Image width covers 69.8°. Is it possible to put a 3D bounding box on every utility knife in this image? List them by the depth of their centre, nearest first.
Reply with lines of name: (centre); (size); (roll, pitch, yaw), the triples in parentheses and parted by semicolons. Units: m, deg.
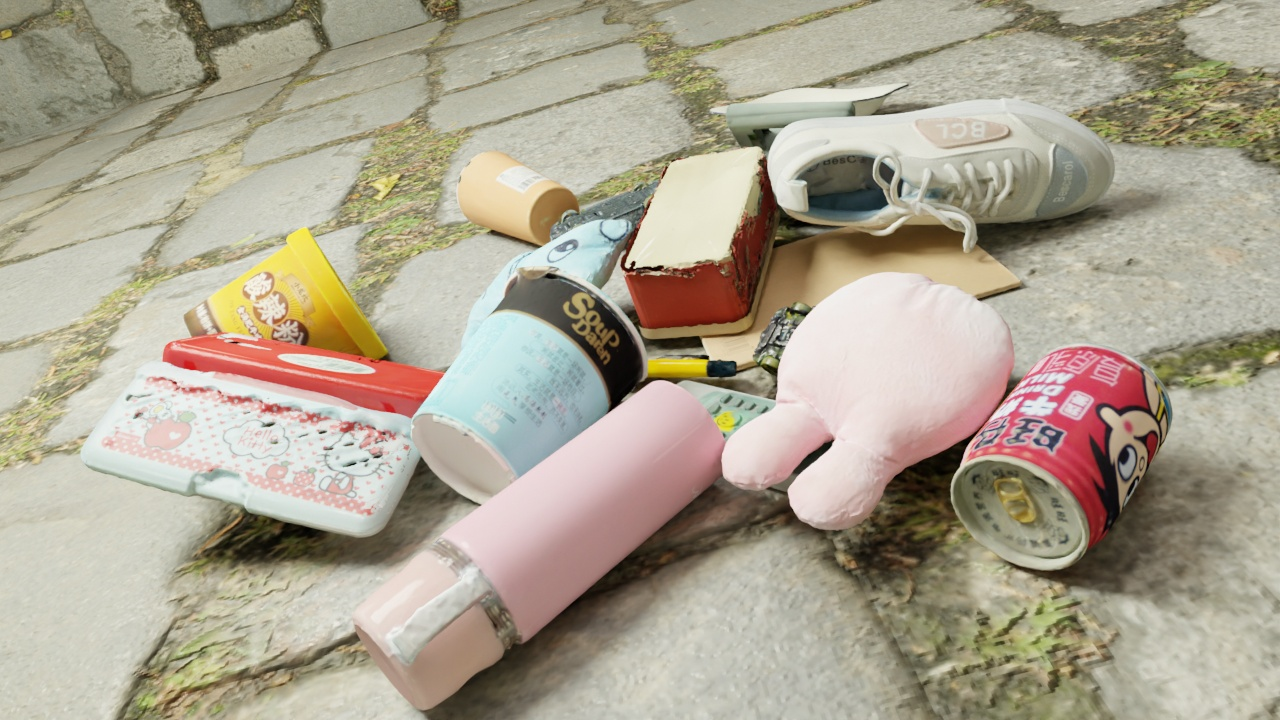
utility knife: (-0.004, 0.004, 0.613); (0.154, 0.015, 0.033); (0, -2, 31)

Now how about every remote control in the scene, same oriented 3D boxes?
remote control: (0.060, 0.042, 0.528); (0.135, 0.019, 0.056); (13, 41, 41)

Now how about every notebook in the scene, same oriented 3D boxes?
notebook: (0.138, -0.057, 0.666); (0.211, 0.012, 0.149); (-17, 31, -1)

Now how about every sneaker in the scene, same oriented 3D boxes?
sneaker: (0.212, -0.129, 0.644); (0.242, 0.090, 0.090); (2, 33, 6)

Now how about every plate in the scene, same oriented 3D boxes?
plate: (0.172, -0.252, 0.931); (0.164, 0.034, 0.163); (12, 28, 44)

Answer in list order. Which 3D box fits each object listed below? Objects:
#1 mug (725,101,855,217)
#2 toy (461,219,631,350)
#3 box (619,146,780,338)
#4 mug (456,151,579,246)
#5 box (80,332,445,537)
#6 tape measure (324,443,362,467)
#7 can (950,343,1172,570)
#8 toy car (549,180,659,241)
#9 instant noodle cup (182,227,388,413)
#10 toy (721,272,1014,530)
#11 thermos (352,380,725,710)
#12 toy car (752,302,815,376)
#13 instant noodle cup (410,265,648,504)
mug: (0.138, -0.167, 0.746); (0.103, 0.124, 0.083); (7, 71, 31)
toy: (-0.075, -0.054, 0.694); (0.161, 0.050, 0.156); (-45, 29, 0)
box: (0.048, -0.098, 0.677); (0.091, 0.077, 0.167); (-4, 38, 21)
mug: (-0.116, -0.155, 0.894); (0.078, 0.078, 0.123); (-32, 38, -26)
box: (-0.224, 0.033, 0.583); (0.201, 0.065, 0.159); (11, 31, 10)
tape measure: (-0.214, 0.072, 0.603); (0.060, 0.029, 0.057); (-19, 31, -3)
can: (0.190, 0.043, 0.416); (0.067, 0.066, 0.093); (16, 43, 43)
toy car: (-0.025, -0.127, 0.832); (0.120, 0.037, 0.054); (-26, 29, -3)
instant noodle cup: (-0.280, -0.026, 0.721); (0.114, 0.118, 0.118); (-32, 33, -12)
toy: (0.113, 0.017, 0.471); (0.159, 0.054, 0.121); (-44, 40, -17)
thermos: (-0.042, 0.082, 0.450); (0.198, 0.087, 0.067); (-34, 79, -31)
toy car: (0.116, -0.005, 0.557); (0.105, 0.032, 0.048); (10, 65, 50)
instant noodle cup: (-0.073, 0.021, 0.553); (0.111, 0.111, 0.120); (9, 45, 36)
